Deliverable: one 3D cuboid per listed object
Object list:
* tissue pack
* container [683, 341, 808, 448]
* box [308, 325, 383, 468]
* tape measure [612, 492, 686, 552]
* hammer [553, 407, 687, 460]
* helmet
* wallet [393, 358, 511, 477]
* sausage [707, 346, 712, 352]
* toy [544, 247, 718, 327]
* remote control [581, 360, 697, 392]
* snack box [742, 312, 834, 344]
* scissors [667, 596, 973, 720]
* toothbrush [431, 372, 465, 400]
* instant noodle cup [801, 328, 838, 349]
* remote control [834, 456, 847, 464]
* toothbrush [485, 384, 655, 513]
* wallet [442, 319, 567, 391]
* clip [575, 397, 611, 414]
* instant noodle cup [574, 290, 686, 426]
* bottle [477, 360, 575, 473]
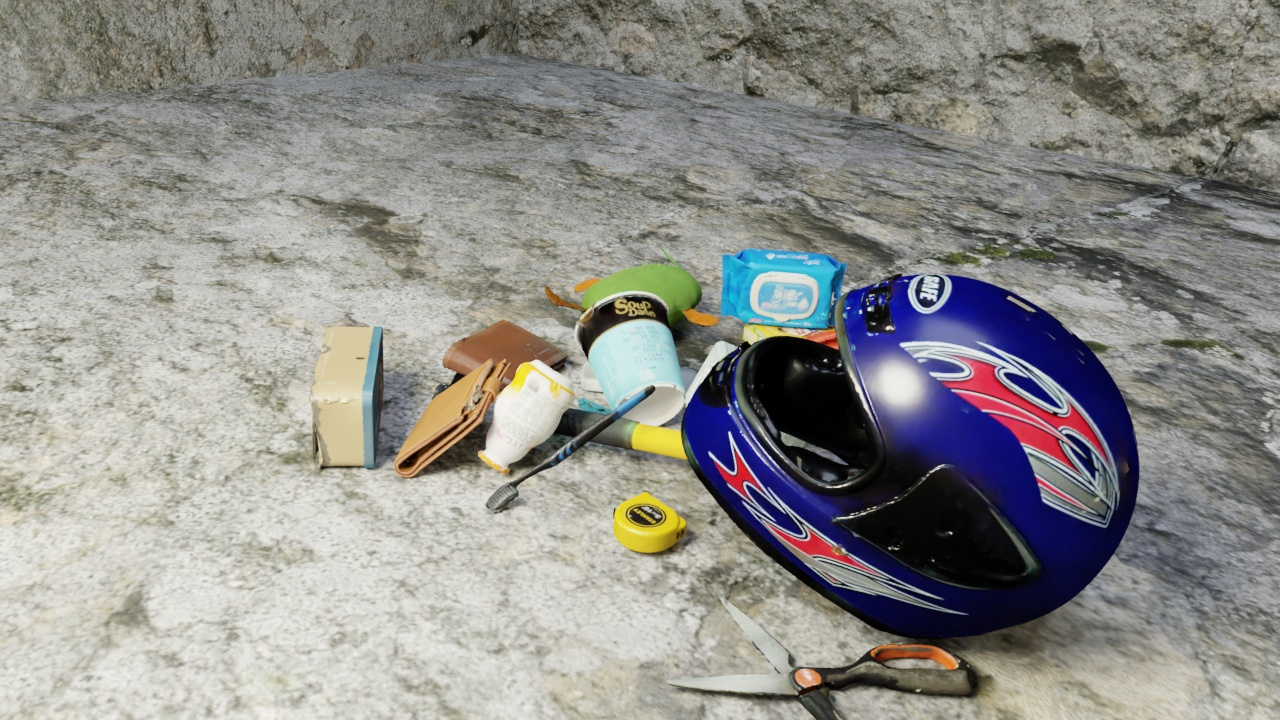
[{"bbox_3d":[0.179,-0.090,1.173,0.157,0.095,0.052,5,31,4],"label":"tissue pack"},{"bbox_3d":[0.110,0.045,0.915,0.111,0.090,0.090,25,23,-10],"label":"container"},{"bbox_3d":[-0.289,0.035,0.913,0.061,0.090,0.184,-1,29,-14],"label":"box"},{"bbox_3d":[0.005,0.145,0.800,0.057,0.029,0.060,-18,34,-41],"label":"tape measure"},{"bbox_3d":[-0.005,0.073,0.895,0.301,0.129,0.032,9,61,29],"label":"hammer"},{"bbox_3d":[0.214,0.052,0.697,0.315,0.241,0.246,33,31,1],"label":"helmet"},{"bbox_3d":[-0.183,0.051,0.905,0.108,0.031,0.131,-35,18,17],"label":"wallet"},{"bbox_3d":[0.132,0.016,1.102,0.020,0.020,0.156,-13,31,-32],"label":"sausage"},{"bbox_3d":[-0.001,-0.075,1.191,0.227,0.090,0.246,22,27,29],"label":"toy"},{"bbox_3d":[-0.001,0.023,1.064,0.136,0.020,0.055,5,27,0],"label":"remote control"},{"bbox_3d":[0.216,-0.031,1.201,0.140,0.034,0.087,-9,28,-22],"label":"snack box"},{"bbox_3d":[0.139,0.234,0.648,0.220,0.022,0.234,-6,28,-22],"label":"scissors"},{"bbox_3d":[-0.200,0.005,1.071,0.014,0.018,0.188,17,26,7],"label":"toothbrush"},{"bbox_3d":[0.289,-0.016,1.072,0.164,0.079,0.189,-7,-7,-22],"label":"instant noodle cup"},{"bbox_3d":[0.223,0.110,0.921,0.058,0.021,0.149,14,26,19],"label":"remote control"},{"bbox_3d":[-0.062,0.080,0.838,0.189,0.014,0.016,-35,37,-7],"label":"toothbrush"},{"bbox_3d":[-0.154,-0.002,1.061,0.101,0.032,0.124,25,27,17],"label":"wallet"},{"bbox_3d":[-0.051,0.056,0.994,0.054,0.013,0.034,14,28,17],"label":"clip"},{"bbox_3d":[-0.006,0.006,0.987,0.111,0.111,0.120,-4,51,-18],"label":"instant noodle cup"},{"bbox_3d":[-0.112,0.055,0.881,0.063,0.108,0.063,34,-2,1],"label":"bottle"}]
